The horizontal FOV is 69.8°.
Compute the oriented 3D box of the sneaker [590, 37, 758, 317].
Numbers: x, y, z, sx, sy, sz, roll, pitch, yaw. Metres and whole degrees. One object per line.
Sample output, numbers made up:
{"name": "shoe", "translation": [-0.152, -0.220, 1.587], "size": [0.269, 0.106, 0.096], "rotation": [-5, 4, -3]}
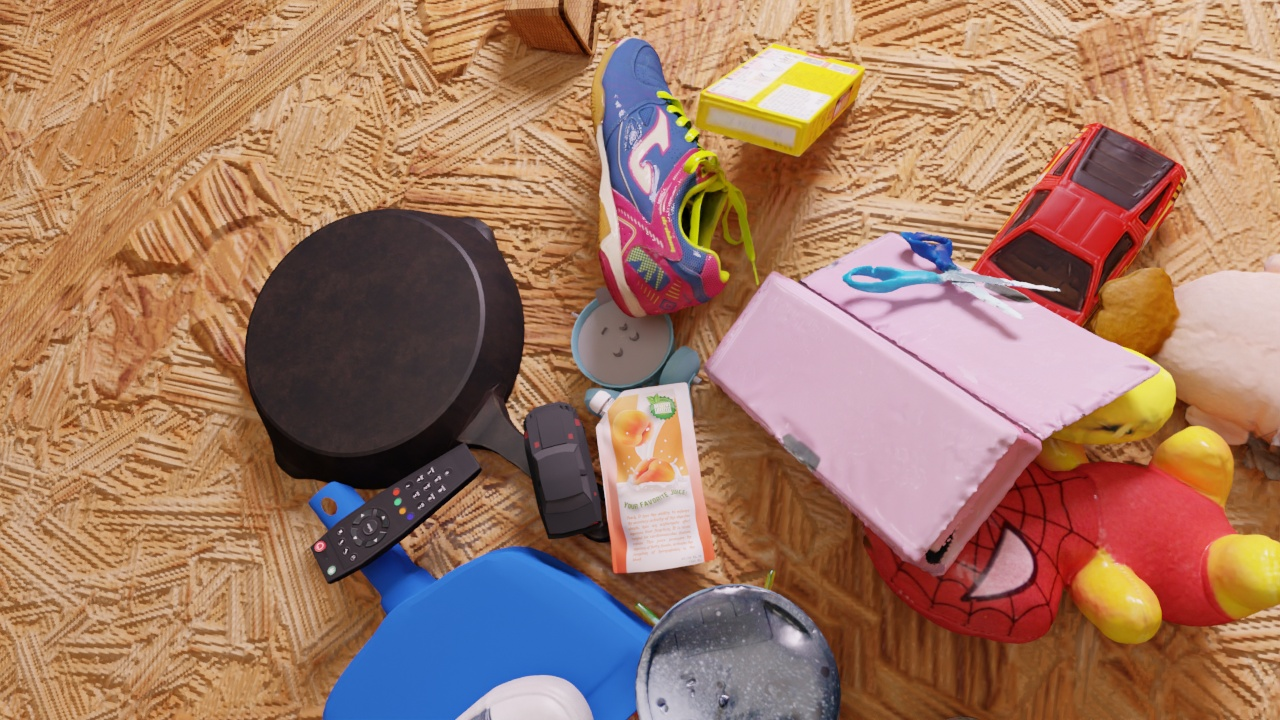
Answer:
{"name": "sneaker", "translation": [0.024, -0.140, 0.660], "size": [0.091, 0.116, 0.241], "rotation": [-12, 61, 18]}

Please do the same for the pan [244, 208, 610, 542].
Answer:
{"name": "pan", "translation": [-0.154, 0.017, 0.680], "size": [0.356, 0.043, 0.248], "rotation": [35, 84, 20]}

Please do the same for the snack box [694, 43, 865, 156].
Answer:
{"name": "snack box", "translation": [0.102, -0.187, 0.645], "size": [0.075, 0.025, 0.151], "rotation": [21, 37, 17]}

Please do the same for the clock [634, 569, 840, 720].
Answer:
{"name": "clock", "translation": [0.059, 0.209, 0.535], "size": [0.118, 0.060, 0.162], "rotation": [-10, 72, -4]}

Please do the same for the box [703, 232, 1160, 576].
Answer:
{"name": "box", "translation": [0.152, -0.001, 0.554], "size": [0.179, 0.059, 0.233], "rotation": [-42, 36, -3]}

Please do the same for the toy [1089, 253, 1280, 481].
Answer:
{"name": "toy", "translation": [0.365, -0.005, 0.557], "size": [0.176, 0.076, 0.133], "rotation": [23, 93, 15]}

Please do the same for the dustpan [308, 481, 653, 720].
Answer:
{"name": "dustpan", "translation": [-0.146, 0.185, 0.620], "size": [0.245, 0.059, 0.257], "rotation": [-42, 79, -2]}

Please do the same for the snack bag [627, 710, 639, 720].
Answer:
{"name": "snack bag", "translation": [0.049, 0.223, 0.581], "size": [0.155, 0.044, 0.087], "rotation": [-39, 69, -8]}

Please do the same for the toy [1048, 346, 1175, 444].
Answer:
{"name": "toy", "translation": [0.260, 0.016, 0.536], "size": [0.095, 0.041, 0.094], "rotation": [-4, 29, 5]}

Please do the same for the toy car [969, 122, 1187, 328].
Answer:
{"name": "toy car", "translation": [0.275, -0.068, 0.607], "size": [0.081, 0.056, 0.189], "rotation": [36, 87, 21]}

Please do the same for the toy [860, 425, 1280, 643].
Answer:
{"name": "toy", "translation": [0.238, 0.104, 0.532], "size": [0.216, 0.099, 0.147], "rotation": [-5, 35, 9]}

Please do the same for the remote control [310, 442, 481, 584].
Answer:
{"name": "remote control", "translation": [-0.164, 0.102, 0.624], "size": [0.124, 0.010, 0.039], "rotation": [-36, 57, -8]}

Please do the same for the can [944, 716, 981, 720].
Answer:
{"name": "can", "translation": [0.187, 0.228, 0.510], "size": [0.053, 0.101, 0.053], "rotation": [-3, 73, 11]}

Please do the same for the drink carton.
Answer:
{"name": "drink carton", "translation": [0.007, 0.077, 0.617], "size": [0.069, 0.039, 0.122], "rotation": [-8, 82, 1]}

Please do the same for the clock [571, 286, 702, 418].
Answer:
{"name": "clock", "translation": [-0.004, 0.004, 0.652], "size": [0.087, 0.042, 0.123], "rotation": [-25, 68, 4]}

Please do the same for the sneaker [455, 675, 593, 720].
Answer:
{"name": "sneaker", "translation": [-0.125, 0.278, 0.532], "size": [0.235, 0.079, 0.087], "rotation": [-40, 78, -2]}

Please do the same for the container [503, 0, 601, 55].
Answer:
{"name": "container", "translation": [-0.069, -0.311, 0.753], "size": [0.061, 0.063, 0.113], "rotation": [0, 73, 20]}

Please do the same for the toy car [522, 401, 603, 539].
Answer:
{"name": "toy car", "translation": [-0.054, 0.072, 0.617], "size": [0.042, 0.036, 0.091], "rotation": [-14, 77, -1]}

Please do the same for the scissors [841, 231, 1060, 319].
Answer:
{"name": "scissors", "translation": [0.199, -0.058, 0.575], "size": [0.132, 0.015, 0.109], "rotation": [10, 36, 31]}
